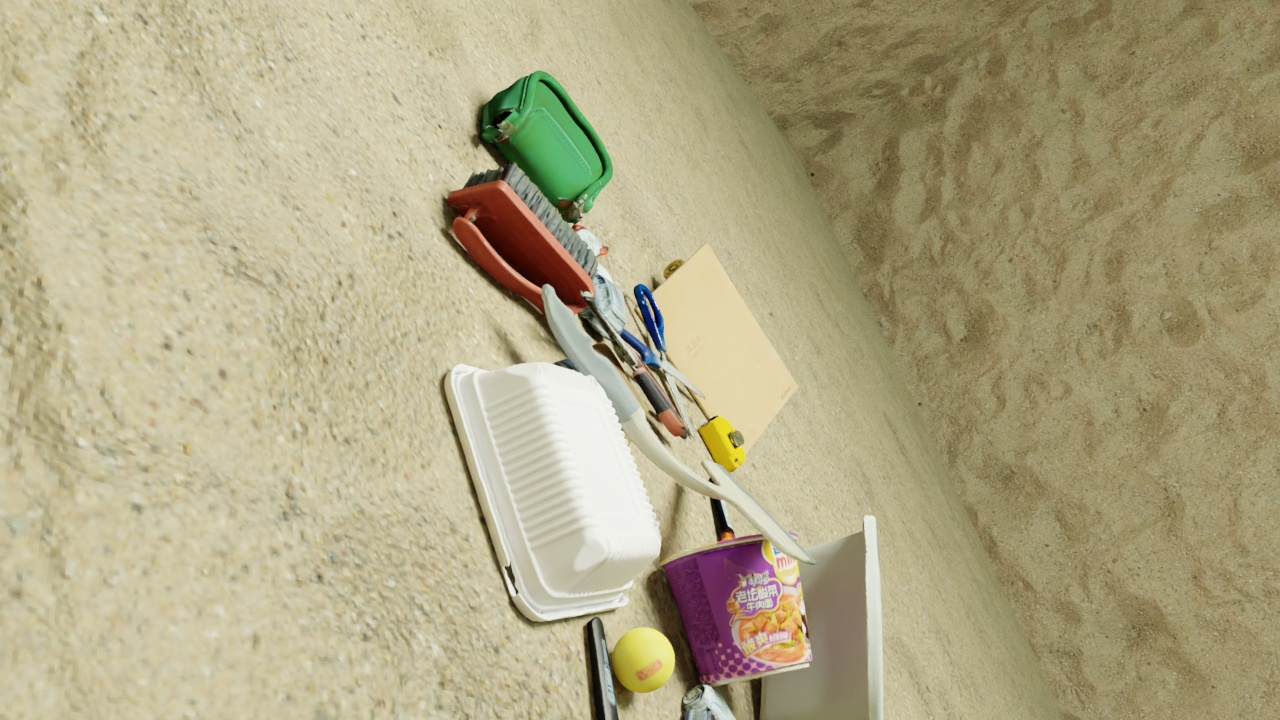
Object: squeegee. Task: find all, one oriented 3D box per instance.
[{"bbox_3d":[0.001,0.042,0.696,0.246,0.039,0.246,47,-1,-14],"label":"squeegee"}]

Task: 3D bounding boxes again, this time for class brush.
[{"bbox_3d":[-0.089,-0.085,0.734,0.146,0.063,0.069,46,55,-39],"label":"brush"}]

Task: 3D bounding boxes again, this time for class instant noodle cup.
[{"bbox_3d":[0.079,0.191,0.697,0.111,0.112,0.099,26,47,-58],"label":"instant noodle cup"},{"bbox_3d":[-0.048,0.076,0.604,0.138,0.060,0.173,19,44,-62],"label":"instant noodle cup"}]

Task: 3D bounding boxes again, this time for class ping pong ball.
[{"bbox_3d":[0.002,0.193,0.590,0.040,0.040,0.040,49,23,-29],"label":"ping pong ball"}]

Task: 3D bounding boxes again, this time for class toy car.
[{"bbox_3d":[0.049,0.265,0.624,0.049,0.031,0.105,56,19,-15],"label":"toy car"},{"bbox_3d":[-0.036,-0.060,0.859,0.043,0.034,0.090,40,26,-39],"label":"toy car"}]

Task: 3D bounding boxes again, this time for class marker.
[{"bbox_3d":[-0.019,0.211,0.553,0.018,0.015,0.124,46,22,-42],"label":"marker"},{"bbox_3d":[0.080,0.159,0.873,0.018,0.015,0.123,47,21,-38],"label":"marker"}]

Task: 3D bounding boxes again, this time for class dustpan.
[{"bbox_3d":[0.199,0.261,0.786,0.257,0.143,0.222,43,40,-32],"label":"dustpan"}]

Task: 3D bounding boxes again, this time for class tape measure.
[{"bbox_3d":[0.091,0.087,0.977,0.060,0.029,0.057,62,19,3],"label":"tape measure"}]

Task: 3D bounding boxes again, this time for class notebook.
[{"bbox_3d":[0.092,-0.010,1.043,0.211,0.012,0.149,56,49,-14],"label":"notebook"}]

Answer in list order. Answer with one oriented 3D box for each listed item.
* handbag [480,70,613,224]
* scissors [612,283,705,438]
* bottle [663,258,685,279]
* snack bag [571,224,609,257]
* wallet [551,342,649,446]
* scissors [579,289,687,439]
[{"bbox_3d":[-0.088,-0.200,0.871,0.131,0.068,0.120,49,23,-29],"label":"handbag"},{"bbox_3d":[0.019,-0.003,0.936,0.162,0.012,0.175,14,56,-59],"label":"scissors"},{"bbox_3d":[0.100,-0.038,1.117,0.218,0.065,0.065,49,23,-30],"label":"bottle"},{"bbox_3d":[-0.061,-0.095,0.840,0.045,0.026,0.105,44,35,-8],"label":"snack bag"},{"bbox_3d":[-0.031,0.032,0.749,0.090,0.033,0.115,59,16,-1],"label":"wallet"},{"bbox_3d":[-0.002,0.010,0.791,0.177,0.015,0.210,58,3,2],"label":"scissors"}]
